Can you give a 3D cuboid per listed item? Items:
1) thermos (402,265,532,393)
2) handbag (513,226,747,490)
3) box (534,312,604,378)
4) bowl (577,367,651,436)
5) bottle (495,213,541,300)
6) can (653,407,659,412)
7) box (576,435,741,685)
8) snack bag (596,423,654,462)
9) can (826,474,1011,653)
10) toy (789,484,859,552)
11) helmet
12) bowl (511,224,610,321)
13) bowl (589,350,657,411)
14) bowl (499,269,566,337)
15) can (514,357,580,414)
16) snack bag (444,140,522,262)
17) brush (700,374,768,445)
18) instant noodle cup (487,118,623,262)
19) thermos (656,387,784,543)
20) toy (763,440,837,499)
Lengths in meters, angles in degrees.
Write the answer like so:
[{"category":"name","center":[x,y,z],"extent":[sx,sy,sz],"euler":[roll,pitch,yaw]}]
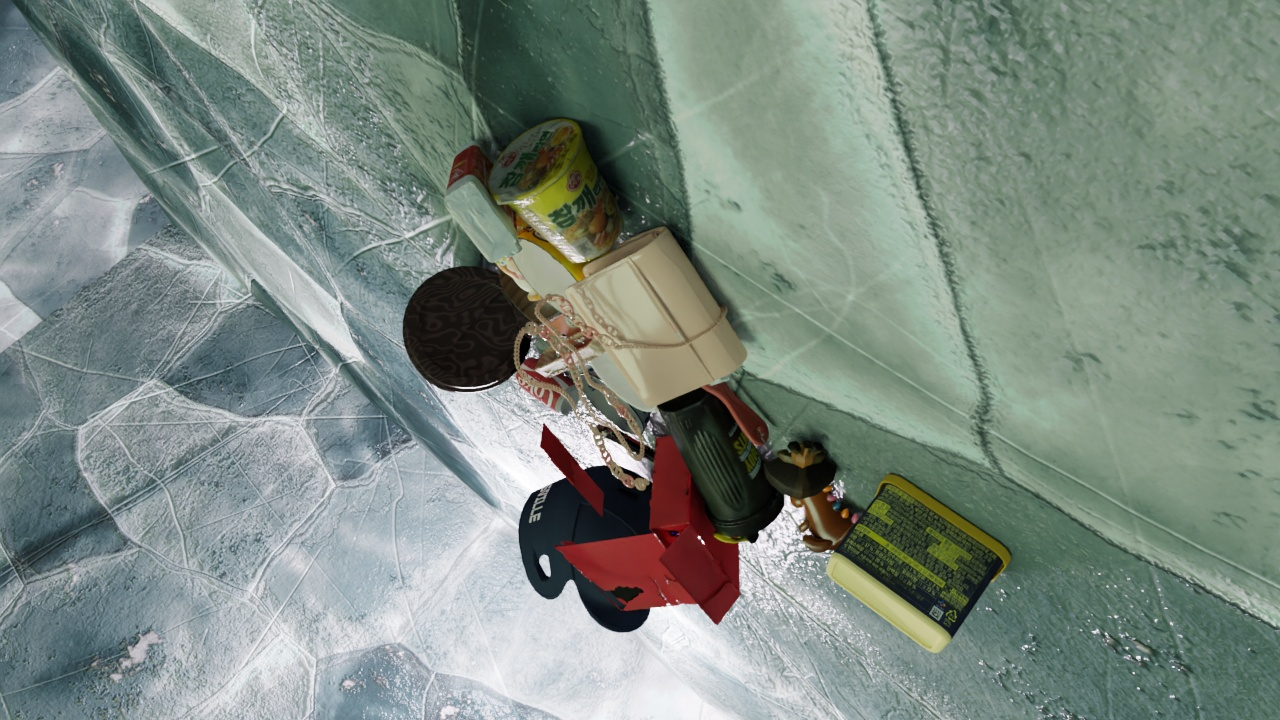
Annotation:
[{"category":"thermos","center":[-0.250,-0.033,1.308],"extent":[0.172,0.172,0.226],"euler":[45,167,-6]},{"category":"handbag","center":[0.009,-0.002,0.842],"extent":[0.117,0.186,0.199],"euler":[-21,114,32]},{"category":"box","center":[-0.083,-0.025,1.076],"extent":[0.187,0.054,0.078],"euler":[-22,81,61]},{"category":"bowl","center":[-0.025,0.042,1.196],"extent":[0.114,0.045,0.114],"euler":[37,159,17]},{"category":"bottle","center":[-0.134,-0.121,1.035],"extent":[0.063,0.063,0.109],"euler":[14,136,54]},{"category":"can","center":[0.038,0.050,1.112],"extent":[0.095,0.032,0.032],"euler":[9,141,57]},{"category":"box","center":[0.019,0.305,1.116],"extent":[0.108,0.408,0.211],"euler":[12,152,32]},{"category":"snack bag","center":[0.012,0.131,1.272],"extent":[0.155,0.018,0.075],"euler":[32,171,-20]},{"category":"can","center":[0.261,0.194,0.878],"extent":[0.135,0.104,0.075],"euler":[35,158,22]},{"category":"toy","center":[0.216,0.162,1.004],"extent":[0.103,0.070,0.090],"euler":[-23,101,44]},{"category":"helmet","center":[-0.040,0.298,1.467],"extent":[0.224,0.231,0.272],"euler":[-16,101,25]},{"category":"bowl","center":[-0.073,-0.105,0.963],"extent":[0.117,0.067,0.117],"euler":[37,159,16]},{"category":"bowl","center":[-0.006,0.006,1.080],"extent":[0.105,0.054,0.105],"euler":[35,158,16]},{"category":"bowl","center":[-0.118,-0.082,1.133],"extent":[0.119,0.032,0.119],"euler":[31,155,16]},{"category":"can","center":[-0.141,0.037,1.389],"extent":[0.096,0.054,0.054],"euler":[34,158,24]},{"category":"snack bag","center":[-0.155,-0.162,0.907],"extent":[0.077,0.041,0.225],"euler":[54,-172,-23]},{"category":"brush","center":[0.086,0.022,0.967],"extent":[0.172,0.040,0.030],"euler":[48,142,-12]},{"category":"instant noodle cup","center":[-0.071,-0.149,0.846],"extent":[0.102,0.102,0.108],"euler":[22,160,45]},{"category":"thermos","center":[0.093,0.116,1.057],"extent":[0.098,0.098,0.221],"euler":[17,144,50]},{"category":"toy","center":[0.168,0.107,0.956],"extent":[0.076,0.062,0.100],"euler":[2,145,3]}]
